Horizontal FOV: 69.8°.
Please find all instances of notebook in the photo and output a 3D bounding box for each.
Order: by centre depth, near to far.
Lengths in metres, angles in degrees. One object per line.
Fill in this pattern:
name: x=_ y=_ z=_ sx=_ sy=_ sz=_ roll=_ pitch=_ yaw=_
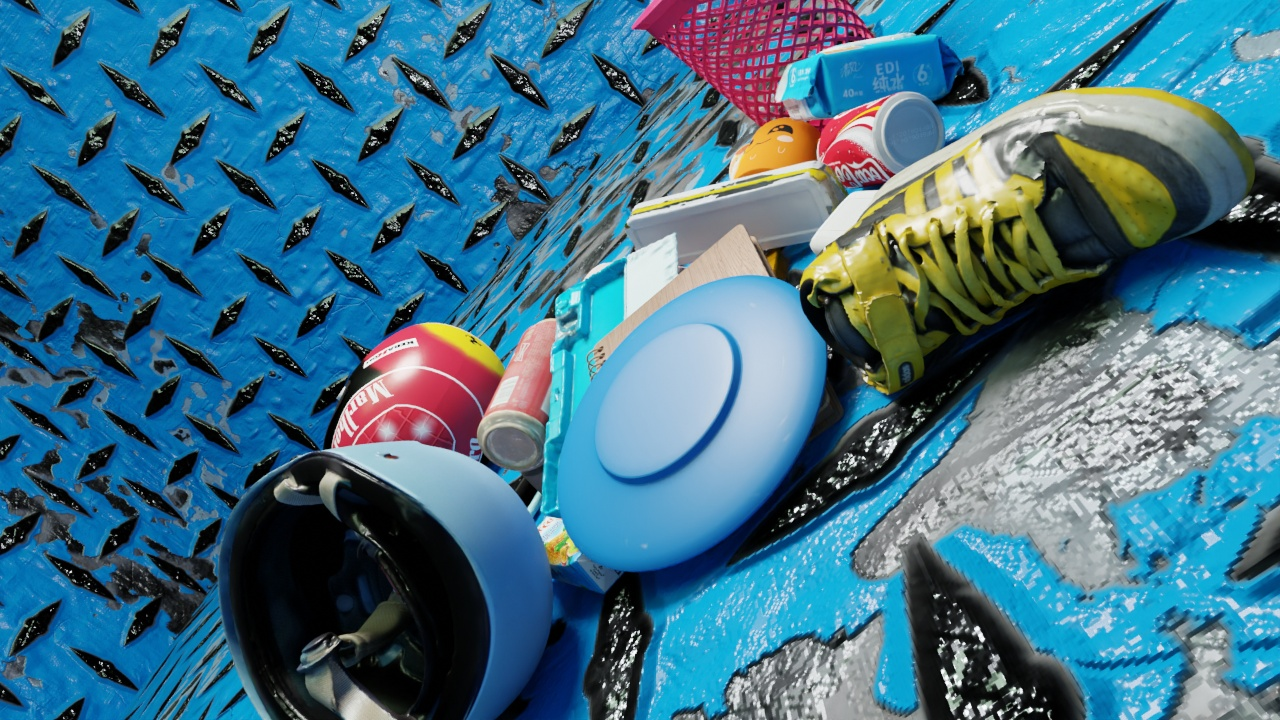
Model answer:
notebook: x=0.037 y=0.014 z=0.646 sx=0.169 sy=0.022 sz=0.210 roll=-39 pitch=35 yaw=19

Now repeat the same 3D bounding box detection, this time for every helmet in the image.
helmet: x=-0.172 y=0.168 z=0.642 sx=0.266 sy=0.225 sz=0.166 roll=-16 pitch=-5 yaw=30
helmet: x=-0.279 y=0.084 z=1.131 sx=0.271 sy=0.197 sz=0.224 roll=-53 pitch=14 yaw=16

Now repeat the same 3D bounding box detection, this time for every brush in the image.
brush: x=0.098 y=-0.049 z=0.762 sx=0.049 sy=0.017 sz=0.126 roll=-38 pitch=19 yaw=33

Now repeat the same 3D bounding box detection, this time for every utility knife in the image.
utility knife: x=-0.091 y=0.120 z=0.874 sx=0.120 sy=0.015 sz=0.022 roll=-59 pitch=-1 yaw=-32

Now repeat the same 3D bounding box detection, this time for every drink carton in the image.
drink carton: x=-0.050 y=0.140 z=0.669 sx=0.044 sy=0.038 sz=0.129 roll=-45 pitch=13 yaw=-23

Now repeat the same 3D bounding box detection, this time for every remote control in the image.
remote control: x=0.173 y=-0.096 z=0.662 sx=0.060 sy=0.025 sz=0.138 roll=-50 pitch=18 yaw=-4
remote control: x=-0.100 y=0.112 z=0.903 sx=0.151 sy=0.020 sz=0.041 roll=-57 pitch=-6 yaw=-28

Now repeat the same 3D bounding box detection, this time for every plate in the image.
plate: x=0.020 y=0.030 z=0.607 sx=0.225 sy=0.024 sz=0.223 roll=-31 pitch=39 yaw=28

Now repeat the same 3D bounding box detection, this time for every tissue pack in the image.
tissue pack: x=0.199 y=-0.249 z=0.806 sx=0.144 sy=0.062 sz=0.093 roll=-10 pitch=13 yaw=-8

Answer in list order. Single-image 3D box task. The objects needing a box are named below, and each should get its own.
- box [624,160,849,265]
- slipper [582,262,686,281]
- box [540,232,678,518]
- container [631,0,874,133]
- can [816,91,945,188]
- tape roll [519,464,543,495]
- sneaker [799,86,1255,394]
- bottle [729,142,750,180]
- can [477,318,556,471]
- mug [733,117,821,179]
box: x=0.081 y=-0.128 z=0.807 sx=0.210 sy=0.066 sz=0.044 roll=-6 pitch=41 yaw=40
slipper: x=0.017 y=-0.038 z=0.847 sx=0.239 sy=0.064 sz=0.094 roll=24 pitch=87 yaw=57
box: x=-0.006 y=0.003 z=0.755 sx=0.182 sy=0.039 sz=0.226 roll=-26 pitch=47 yaw=32
container: x=0.136 y=-0.315 z=0.904 sx=0.183 sy=0.225 sz=0.183 roll=-44 pitch=16 yaw=16
can: x=0.188 y=-0.172 z=0.730 sx=0.064 sy=0.064 sz=0.105 roll=-51 pitch=16 yaw=-7
tape roll: x=-0.068 y=0.080 z=0.845 sx=0.094 sy=0.030 sz=0.093 roll=-32 pitch=25 yaw=17
sneaker: x=0.164 y=-0.051 z=0.462 sx=0.122 sy=0.086 sz=0.239 roll=-46 pitch=11 yaw=-15
bottle: x=0.125 y=-0.201 z=0.967 sx=0.063 sy=0.063 sz=0.108 roll=-43 pitch=17 yaw=20
can: x=-0.098 y=0.028 z=0.855 sx=0.067 sy=0.067 sz=0.169 roll=-39 pitch=20 yaw=30
mug: x=0.142 y=-0.173 z=0.840 sx=0.113 sy=0.077 sz=0.095 roll=-22 pitch=29 yaw=37
